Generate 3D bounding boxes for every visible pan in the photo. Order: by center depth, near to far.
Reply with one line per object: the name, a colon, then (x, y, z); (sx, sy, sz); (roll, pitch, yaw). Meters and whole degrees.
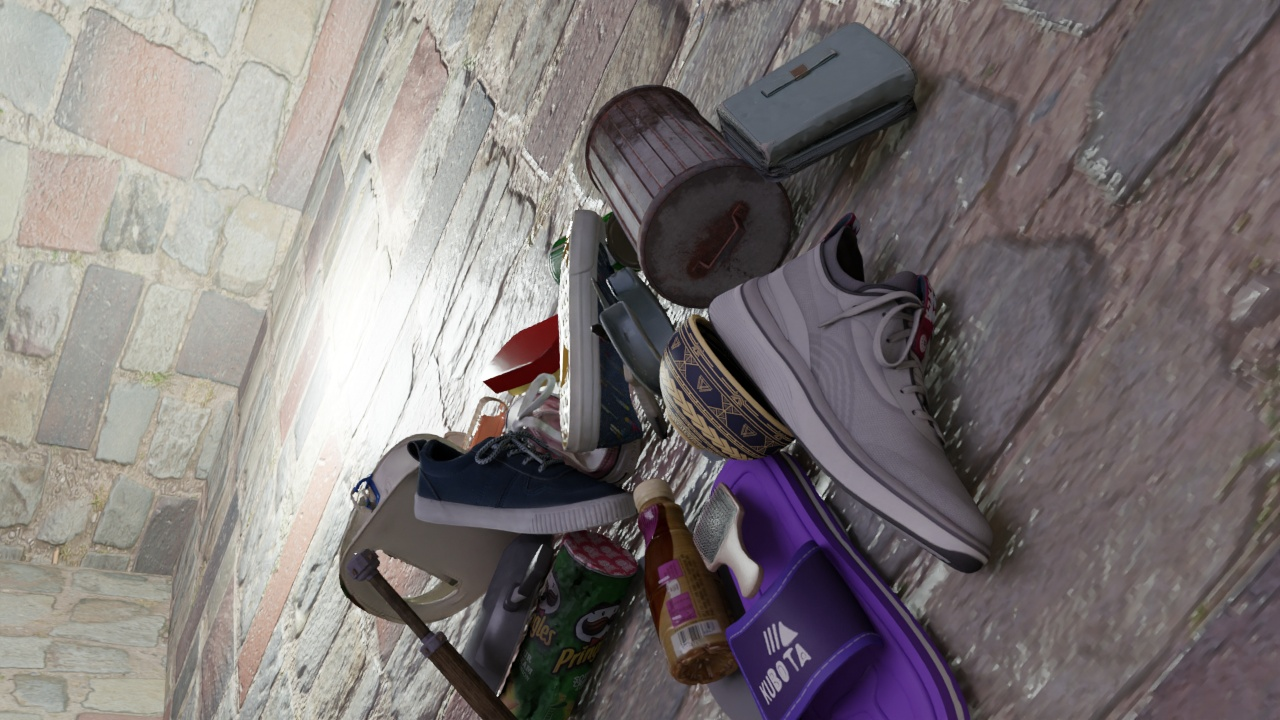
pan: (-0.116, 0.214, 0.828); (0.358, 0.041, 0.178); (120, 170, -63)

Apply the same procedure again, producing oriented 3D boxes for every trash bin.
trash bin: (0.036, -0.145, 0.796); (0.131, 0.130, 0.211); (-59, 33, 23)

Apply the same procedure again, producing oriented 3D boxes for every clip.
clip: (0.022, -0.009, 0.748); (0.029, 0.171, 0.141); (-27, 31, 17)

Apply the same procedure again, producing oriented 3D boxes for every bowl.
bowl: (0.053, 0.029, 0.648); (0.061, 0.112, 0.112); (-43, 40, 14)

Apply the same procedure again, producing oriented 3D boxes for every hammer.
hammer: (-0.141, 0.283, 0.792); (0.317, 0.028, 0.147); (47, 126, 3)

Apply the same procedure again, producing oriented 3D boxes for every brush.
brush: (0.056, 0.121, 0.610); (0.050, 0.015, 0.135); (-65, 12, 6)
brush: (-0.114, -0.003, 1.032); (0.174, 0.042, 0.082); (-17, 34, 54)

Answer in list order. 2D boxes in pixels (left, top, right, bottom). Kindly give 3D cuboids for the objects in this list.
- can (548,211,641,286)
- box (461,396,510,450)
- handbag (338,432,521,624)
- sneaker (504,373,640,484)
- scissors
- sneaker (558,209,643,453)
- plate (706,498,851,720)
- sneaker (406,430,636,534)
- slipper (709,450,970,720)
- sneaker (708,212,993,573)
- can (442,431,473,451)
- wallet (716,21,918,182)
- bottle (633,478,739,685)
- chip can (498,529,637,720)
can: (-0.040, -0.113, 0.960); (0.121, 0.067, 0.067); (-15, 64, 54)
box: (-0.183, 0.131, 1.078); (0.043, 0.083, 0.187); (31, 101, 51)
handbag: (-0.229, 0.190, 0.997); (0.199, 0.200, 0.093); (-50, 36, -2)
sneaker: (-0.096, 0.075, 0.947); (0.241, 0.087, 0.118); (7, 83, 57)
scissors: (-0.002, -0.003, 0.792); (0.193, 0.015, 0.179); (-56, -43, -65)
sneaker: (-0.033, -0.031, 0.851); (0.088, 0.079, 0.235); (126, 144, -70)
plate: (0.097, 0.179, 0.669); (0.179, 0.012, 0.178); (-30, 53, 49)
sneaker: (-0.114, 0.110, 0.859); (0.236, 0.089, 0.087); (1, 92, 21)
slipper: (0.092, 0.157, 0.592); (0.107, 0.084, 0.266); (-58, 35, 25)
sneaker: (0.154, 0.012, 0.587); (0.129, 0.096, 0.263); (-44, 48, 14)
can: (-0.236, 0.166, 1.137); (0.079, 0.079, 0.142); (42, 113, 56)
wallet: (0.128, -0.191, 0.684); (0.131, 0.054, 0.100); (-31, 38, -1)
bottle: (0.029, 0.163, 0.711); (0.060, 0.059, 0.166); (-54, 37, 30)
chip can: (-0.078, 0.270, 0.848); (0.075, 0.075, 0.223); (42, 112, 56)
